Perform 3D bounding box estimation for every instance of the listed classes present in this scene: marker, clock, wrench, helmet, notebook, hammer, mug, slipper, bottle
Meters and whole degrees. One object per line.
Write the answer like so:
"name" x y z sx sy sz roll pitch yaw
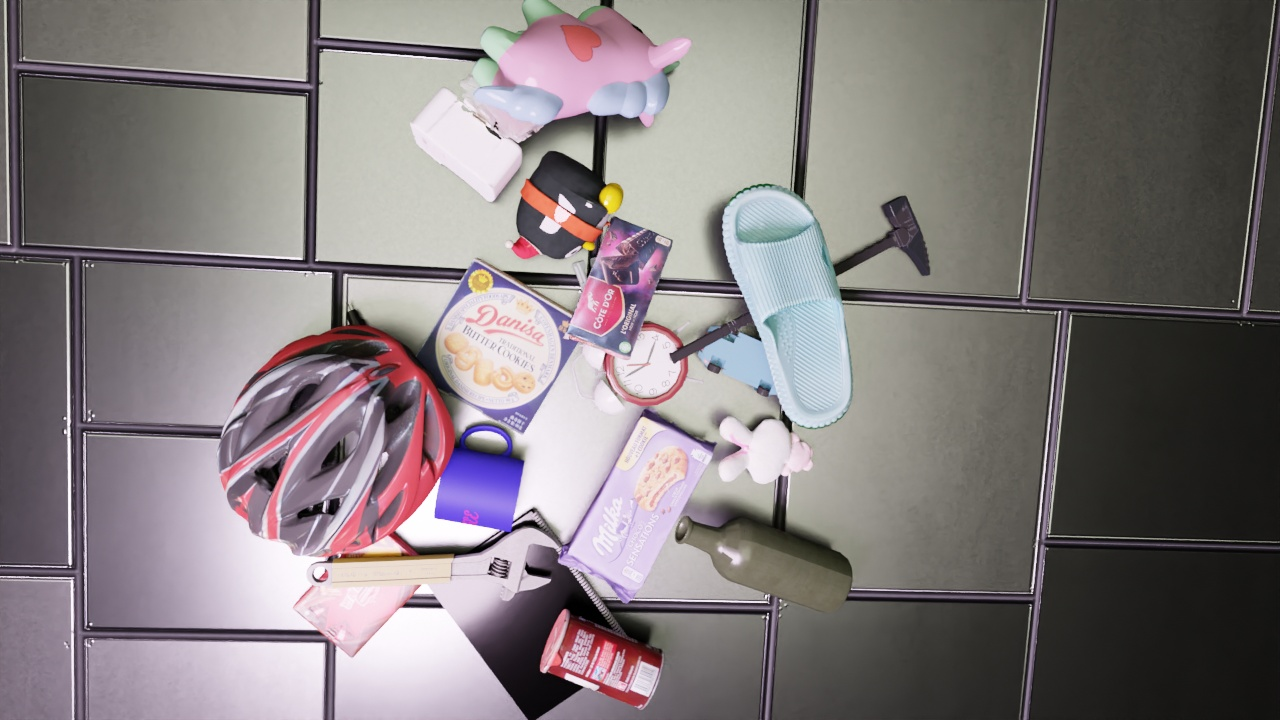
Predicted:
"marker" -0.291 0.004 1.005 0.019 0.019 0.145 -23 98 -3
"clock" -0.006 0.006 1.016 0.137 0.048 0.096 -14 97 -5
"wrench" -0.227 0.226 1.013 0.273 0.018 0.083 0 95 -8
"helmet" -0.323 0.090 0.939 0.217 0.166 0.272 47 110 7
"notebook" -0.123 0.293 1.053 0.149 0.016 0.206 -34 98 0
"hammer" 0.177 -0.071 1.017 0.324 0.015 0.095 -28 100 -10
"mug" -0.172 0.125 1.005 0.083 0.079 0.111 11 69 -6
"slipper" 0.170 -0.056 0.975 0.116 0.069 0.276 -19 100 -14
"bottle" 0.135 0.219 1.022 0.206 0.071 0.071 23 93 -19

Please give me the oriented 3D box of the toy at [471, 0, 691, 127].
"toy" -0.062 -0.288 0.924 0.171 0.120 0.221 35 51 1

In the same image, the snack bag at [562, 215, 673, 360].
"snack bag" -0.022 -0.079 0.992 0.074 0.018 0.155 21 70 -3

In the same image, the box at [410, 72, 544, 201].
"box" -0.156 -0.251 0.952 0.110 0.103 0.130 36 84 -7

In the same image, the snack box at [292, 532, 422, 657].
"snack box" -0.309 0.255 1.028 0.089 0.021 0.133 43 90 -9

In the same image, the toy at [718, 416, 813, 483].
"toy" 0.141 0.103 1.043 0.125 0.037 0.076 6 92 -26

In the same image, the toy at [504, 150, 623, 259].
"toy" -0.085 -0.155 0.972 0.099 0.097 0.119 34 101 -8

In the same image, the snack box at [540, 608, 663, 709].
"snack box" -0.043 0.332 1.019 0.121 0.072 0.072 24 93 -7

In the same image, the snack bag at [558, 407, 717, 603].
"snack bag" -0.004 0.160 1.027 0.096 0.058 0.205 29 92 -6

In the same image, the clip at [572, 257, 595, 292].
"clip" -0.051 -0.075 1.014 0.047 0.023 0.076 -16 97 -20

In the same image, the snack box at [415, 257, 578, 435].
"snack box" -0.155 -0.016 1.003 0.144 0.042 0.145 30 93 -8

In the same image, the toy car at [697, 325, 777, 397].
"toy car" 0.120 -0.001 1.037 0.108 0.027 0.060 24 93 3
